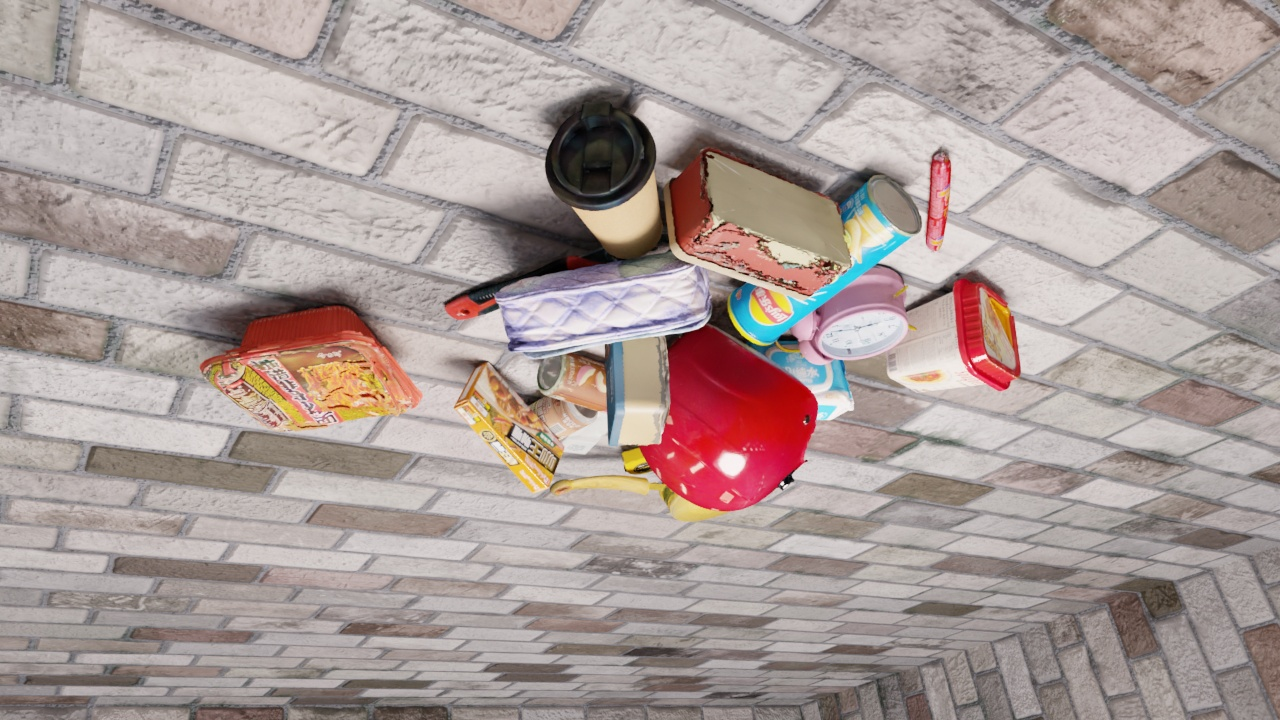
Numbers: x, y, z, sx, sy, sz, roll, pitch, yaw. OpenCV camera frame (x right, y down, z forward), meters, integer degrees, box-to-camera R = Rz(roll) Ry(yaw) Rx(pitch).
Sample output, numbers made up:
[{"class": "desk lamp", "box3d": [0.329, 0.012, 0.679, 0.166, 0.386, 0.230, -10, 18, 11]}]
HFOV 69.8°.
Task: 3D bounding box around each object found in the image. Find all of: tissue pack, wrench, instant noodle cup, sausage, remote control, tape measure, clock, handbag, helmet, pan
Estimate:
[{"class": "tissue pack", "box3d": [0.186, 0.022, 1.110, 0.140, 0.089, 0.063, 0, 154, -12]}, {"class": "wrench", "box3d": [-0.082, -0.086, 0.930, 0.274, 0.016, 0.056, -15, 147, 20]}, {"class": "instant noodle cup", "box3d": [-0.343, 0.007, 0.980, 0.189, 0.079, 0.165, -9, 150, 4]}, {"class": "sausage", "box3d": [0.295, -0.153, 0.908, 0.020, 0.020, 0.156, -12, 150, 8]}, {"class": "remote control", "box3d": [-0.069, 0.093, 1.242, 0.049, 0.024, 0.125, 11, 146, -27]}, {"class": "tape measure", "box3d": [0.003, 0.142, 1.334, 0.060, 0.029, 0.057, -15, 150, -2]}, {"class": "clock", "box3d": [0.226, -0.045, 1.036, 0.159, 0.059, 0.117, -15, 148, 16]}, {"class": "handbag", "box3d": [-0.033, -0.053, 0.865, 0.194, 0.075, 0.134, -8, -167, 10]}, {"class": "helmet", "box3d": [0.074, 0.090, 1.044, 0.143, 0.207, 0.241, -38, 151, -33]}, {"class": "instant noodle cup", "box3d": [0.359, -0.019, 1.070, 0.124, 0.116, 0.116, -18, 151, 41]}, {"class": "pan", "box3d": [0.047, 0.174, 1.335, 0.356, 0.078, 0.198, -11, 147, -23]}]

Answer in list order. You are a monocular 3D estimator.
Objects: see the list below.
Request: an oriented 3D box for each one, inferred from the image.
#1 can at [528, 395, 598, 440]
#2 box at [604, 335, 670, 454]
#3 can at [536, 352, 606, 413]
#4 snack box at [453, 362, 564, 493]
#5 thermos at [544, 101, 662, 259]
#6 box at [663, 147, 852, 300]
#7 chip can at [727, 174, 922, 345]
[{"class": "can", "box3d": [-0.112, 0.073, 1.163, 0.117, 0.058, 0.058, -29, 143, 33]}, {"class": "box", "box3d": [-0.006, 0.005, 0.949, 0.060, 0.184, 0.090, 3, 145, -6]}, {"class": "can", "box3d": [-0.052, 0.031, 1.106, 0.147, 0.057, 0.058, 20, 140, -38]}, {"class": "snack box", "box3d": [-0.154, 0.081, 1.091, 0.026, 0.075, 0.154, -23, 119, 29]}, {"class": "thermos", "box3d": [-0.023, -0.147, 0.789, 0.093, 0.093, 0.143, -12, 158, 8]}, {"class": "box", "box3d": [0.111, -0.122, 0.819, 0.168, 0.091, 0.076, 14, 147, -32]}, {"class": "chip can", "box3d": [0.181, -0.096, 0.927, 0.071, 0.071, 0.211, 14, 143, -33]}]
